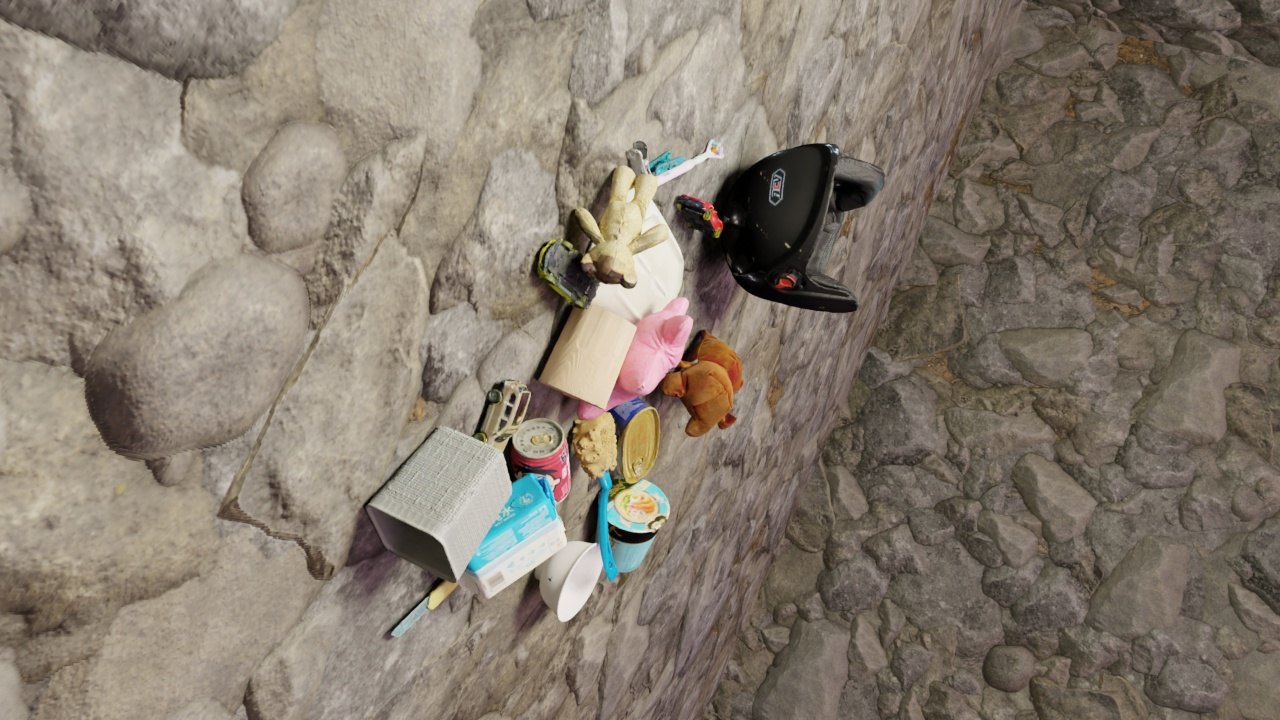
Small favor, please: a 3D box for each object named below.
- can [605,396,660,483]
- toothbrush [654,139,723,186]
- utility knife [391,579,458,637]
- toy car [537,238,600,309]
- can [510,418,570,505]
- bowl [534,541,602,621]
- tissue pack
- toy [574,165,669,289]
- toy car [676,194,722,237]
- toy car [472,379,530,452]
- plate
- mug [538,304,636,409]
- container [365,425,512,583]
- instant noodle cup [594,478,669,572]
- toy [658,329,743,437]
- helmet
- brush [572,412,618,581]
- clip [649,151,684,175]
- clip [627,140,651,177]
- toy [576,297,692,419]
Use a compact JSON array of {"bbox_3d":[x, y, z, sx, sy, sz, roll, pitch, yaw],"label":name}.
[{"bbox_3d":[-0.015,0.111,1.311,0.074,0.049,0.148,-34,144,-28],"label":"can"},{"bbox_3d":[0.057,-0.250,1.182,0.021,0.029,0.188,-35,-177,41],"label":"toothbrush"},{"bbox_3d":[-0.212,0.249,1.048,0.206,0.021,0.031,-49,148,-52],"label":"utility knife"},{"bbox_3d":[-0.081,-0.095,0.996,0.105,0.032,0.048,41,70,-56],"label":"toy car"},{"bbox_3d":[-0.117,0.120,1.076,0.066,0.066,0.094,-49,152,-38],"label":"can"},{"bbox_3d":[-0.107,0.295,1.277,0.118,0.065,0.118,-50,154,-36],"label":"bowl"},{"bbox_3d":[-0.152,0.195,1.027,0.139,0.063,0.090,-32,135,-19],"label":"tissue pack"},{"bbox_3d":[-0.021,-0.149,1.007,0.066,0.105,0.157,117,-11,-60],"label":"toy"},{"bbox_3d":[0.082,-0.200,1.249,0.031,0.049,0.106,-66,158,-6],"label":"toy car"},{"bbox_3d":[-0.150,0.065,0.990,0.090,0.035,0.042,-67,158,6],"label":"toy car"},{"bbox_3d":[0.002,-0.113,1.167,0.162,0.034,0.266,-63,158,-9],"label":"plate"},{"bbox_3d":[-0.061,-0.005,1.083,0.125,0.084,0.103,146,-32,-84],"label":"mug"},{"bbox_3d":[-0.190,0.136,0.896,0.114,0.090,0.090,-56,157,-35],"label":"container"},{"bbox_3d":[-0.022,0.259,1.402,0.111,0.111,0.121,-41,154,-48],"label":"instant noodle cup"},{"bbox_3d":[0.102,0.034,1.445,0.140,0.131,0.199,60,32,-17],"label":"toy"},{"bbox_3d":[0.229,-0.199,1.352,0.275,0.230,0.233,58,43,-66],"label":"helmet"},{"bbox_3d":[-0.052,0.184,1.238,0.083,0.046,0.255,-49,137,-62],"label":"brush"},{"bbox_3d":[0.029,-0.241,1.123,0.056,0.040,0.014,-36,143,-41],"label":"clip"},{"bbox_3d":[0.000,-0.226,1.064,0.033,0.025,0.057,-58,153,-36],"label":"clip"},{"bbox_3d":[-0.007,0.007,1.130,0.195,0.074,0.178,-43,-167,15],"label":"toy"}]
